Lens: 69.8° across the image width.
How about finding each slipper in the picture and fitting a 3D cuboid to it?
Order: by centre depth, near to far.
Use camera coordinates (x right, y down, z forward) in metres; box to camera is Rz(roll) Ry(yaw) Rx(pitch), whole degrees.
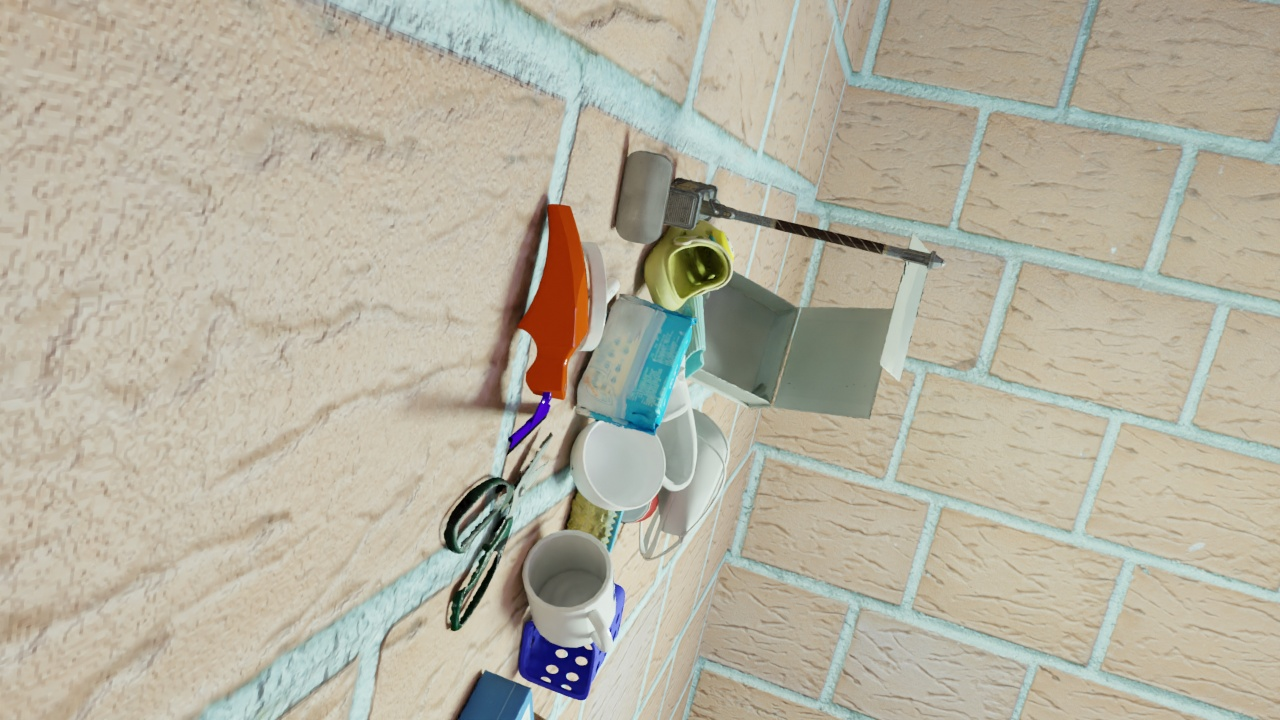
[{"bbox_3d":[0.024,0.053,1.096,0.112,0.075,0.247,-33,130,-37],"label":"slipper"},{"bbox_3d":[0.069,-0.123,1.111,0.190,0.082,0.092,-45,118,-54],"label":"slipper"},{"bbox_3d":[0.051,-0.002,1.209,0.116,0.069,0.276,62,39,-77],"label":"slipper"}]

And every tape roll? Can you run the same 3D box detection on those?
[{"bbox_3d":[-0.048,-0.055,0.782,0.093,0.013,0.093,178,-90,-70],"label":"tape roll"}]

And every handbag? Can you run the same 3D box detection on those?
[{"bbox_3d":[0.041,0.184,1.288,0.216,0.095,0.223,-128,-122,-70],"label":"handbag"}]

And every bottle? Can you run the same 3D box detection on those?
[{"bbox_3d":[-0.009,0.181,1.200,0.176,0.062,0.062,59,48,-80],"label":"bottle"}]

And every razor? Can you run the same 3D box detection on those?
[{"bbox_3d":[0.011,-0.175,0.949,0.116,0.047,0.088,-61,163,-69],"label":"razor"}]

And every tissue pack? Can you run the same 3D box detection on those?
[{"bbox_3d":[-0.006,0.006,0.968,0.062,0.093,0.144,90,20,-69],"label":"tissue pack"}]

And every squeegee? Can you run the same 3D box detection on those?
[{"bbox_3d":[-0.070,-0.032,0.737,0.249,0.055,0.185,-85,178,-88],"label":"squeegee"}]

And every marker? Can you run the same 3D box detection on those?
[{"bbox_3d":[-0.049,-0.050,0.886,0.133,0.017,0.020,-55,155,-54],"label":"marker"}]

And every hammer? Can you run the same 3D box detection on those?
[{"bbox_3d":[0.176,-0.147,1.026,0.098,0.322,0.044,-41,144,-66],"label":"hammer"}]

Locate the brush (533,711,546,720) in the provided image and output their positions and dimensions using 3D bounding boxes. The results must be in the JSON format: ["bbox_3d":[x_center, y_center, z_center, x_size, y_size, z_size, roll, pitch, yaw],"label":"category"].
[{"bbox_3d":[-0.086,0.397,0.974,0.045,0.143,0.008,-64,164,-6],"label":"brush"}]

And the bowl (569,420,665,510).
[{"bbox_3d":[-0.030,0.112,0.996,0.054,0.105,0.104,-20,-139,54],"label":"bowl"}]

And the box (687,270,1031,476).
[{"bbox_3d":[0.297,0.012,1.312,0.149,0.506,0.166,73,34,-73],"label":"box"}]

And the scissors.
[{"bbox_3d":[-0.121,0.119,0.794,0.155,0.015,0.208,86,24,-51],"label":"scissors"}]

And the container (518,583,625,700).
[{"bbox_3d":[-0.075,0.308,1.045,0.113,0.085,0.084,-48,152,-64],"label":"container"}]

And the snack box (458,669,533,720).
[{"bbox_3d":[-0.167,0.453,0.901,0.195,0.056,0.239,-60,162,-45],"label":"snack box"}]

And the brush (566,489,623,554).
[{"bbox_3d":[-0.050,0.187,1.070,0.075,0.055,0.136,15,91,-72],"label":"brush"}]

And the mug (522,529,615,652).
[{"bbox_3d":[-0.065,0.248,0.950,0.091,0.121,0.090,-27,145,-19],"label":"mug"}]
